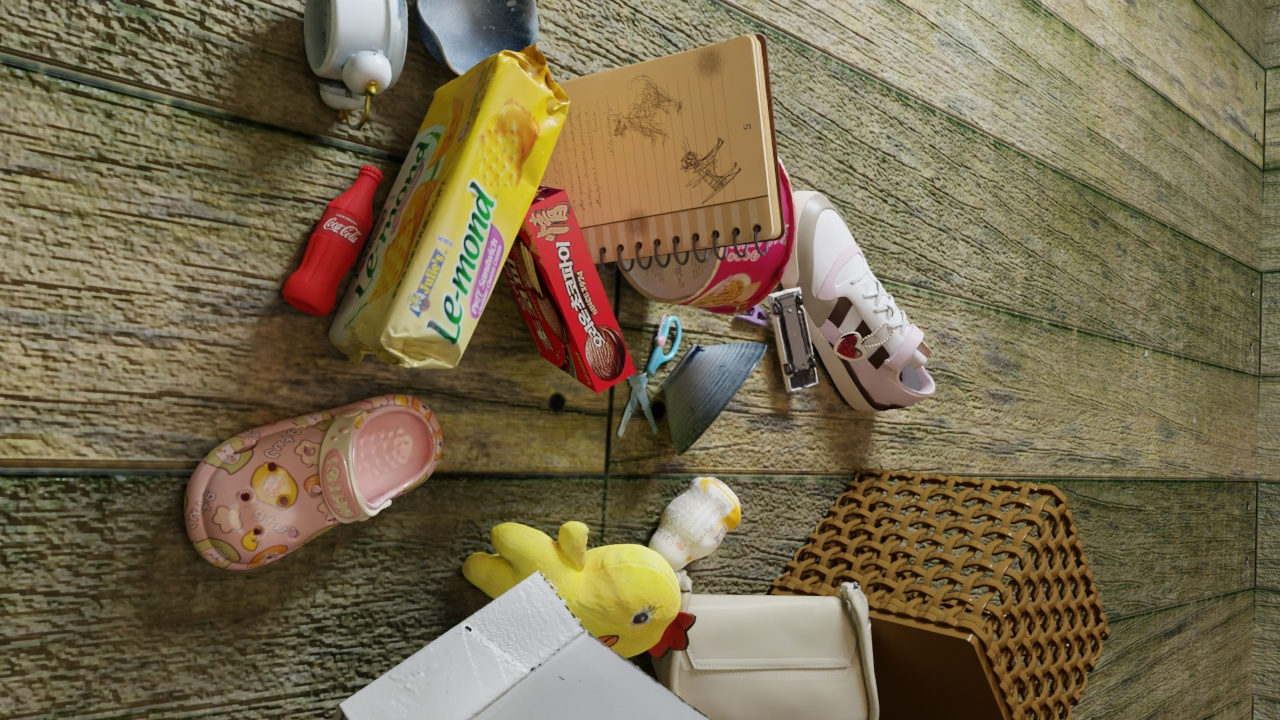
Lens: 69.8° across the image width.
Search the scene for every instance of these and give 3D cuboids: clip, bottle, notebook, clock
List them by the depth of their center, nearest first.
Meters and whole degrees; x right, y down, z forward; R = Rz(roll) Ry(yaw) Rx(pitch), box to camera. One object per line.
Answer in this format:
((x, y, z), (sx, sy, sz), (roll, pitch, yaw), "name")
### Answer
((-0.205, -0.227, 0.664), (0.057, 0.083, 0.117), (-4, 89, -36), "clock")
((-0.222, -0.092, 0.678), (0.036, 0.036, 0.118), (34, 67, -36), "bottle")
((0.003, -0.159, 0.753), (0.024, 0.226, 0.167), (-16, 100, -58), "notebook")
((0.047, 0.166, 0.896), (0.108, 0.063, 0.063), (-44, 118, -17), "bottle")
((0.121, -0.049, 0.996), (0.051, 0.013, 0.032), (27, 74, -41), "clip")

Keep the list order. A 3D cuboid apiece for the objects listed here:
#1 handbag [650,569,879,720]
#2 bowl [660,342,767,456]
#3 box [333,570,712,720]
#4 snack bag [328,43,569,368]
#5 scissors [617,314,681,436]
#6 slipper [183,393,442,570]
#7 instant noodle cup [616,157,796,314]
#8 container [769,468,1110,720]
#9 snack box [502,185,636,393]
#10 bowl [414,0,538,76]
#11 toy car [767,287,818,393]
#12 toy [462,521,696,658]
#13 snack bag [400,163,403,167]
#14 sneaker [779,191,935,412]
((0.115, 0.288, 0.910), (0.229, 0.132, 0.184), (5, 102, -16), "handbag")
((0.058, 0.022, 0.886), (0.057, 0.137, 0.136), (39, 61, 1), "bowl")
((-0.074, 0.264, 0.603), (0.166, 0.331, 0.165), (-29, 121, -37), "box")
((-0.135, -0.103, 0.652), (0.068, 0.160, 0.247), (26, 82, -27), "snack bag")
((-0.006, 0.004, 0.883), (0.129, 0.015, 0.135), (35, 65, -37), "scissors")
((-0.218, 0.079, 0.653), (0.196, 0.082, 0.093), (-26, 105, -41), "slipper")
((0.043, -0.123, 0.814), (0.077, 0.179, 0.178), (-16, 100, -43), "instant noodle cup")
((0.330, 0.280, 1.015), (0.213, 0.252, 0.219), (-43, 116, -33), "container")
((-0.072, -0.063, 0.735), (0.035, 0.133, 0.152), (-29, 114, -17), "snack box")
((-0.140, -0.274, 0.739), (0.110, 0.055, 0.110), (0, 90, -42), "bowl")
((0.166, -0.023, 1.018), (0.039, 0.039, 0.113), (-16, 100, -14), "toy car")
((-0.049, 0.197, 0.788), (0.207, 0.134, 0.092), (25, 31, -30), "toy")
((-0.157, -0.123, 0.746), (0.026, 0.020, 0.099), (-47, 118, -22), "snack bag")
((0.253, -0.061, 1.041), (0.111, 0.117, 0.294), (-42, 116, -33), "sneaker")
